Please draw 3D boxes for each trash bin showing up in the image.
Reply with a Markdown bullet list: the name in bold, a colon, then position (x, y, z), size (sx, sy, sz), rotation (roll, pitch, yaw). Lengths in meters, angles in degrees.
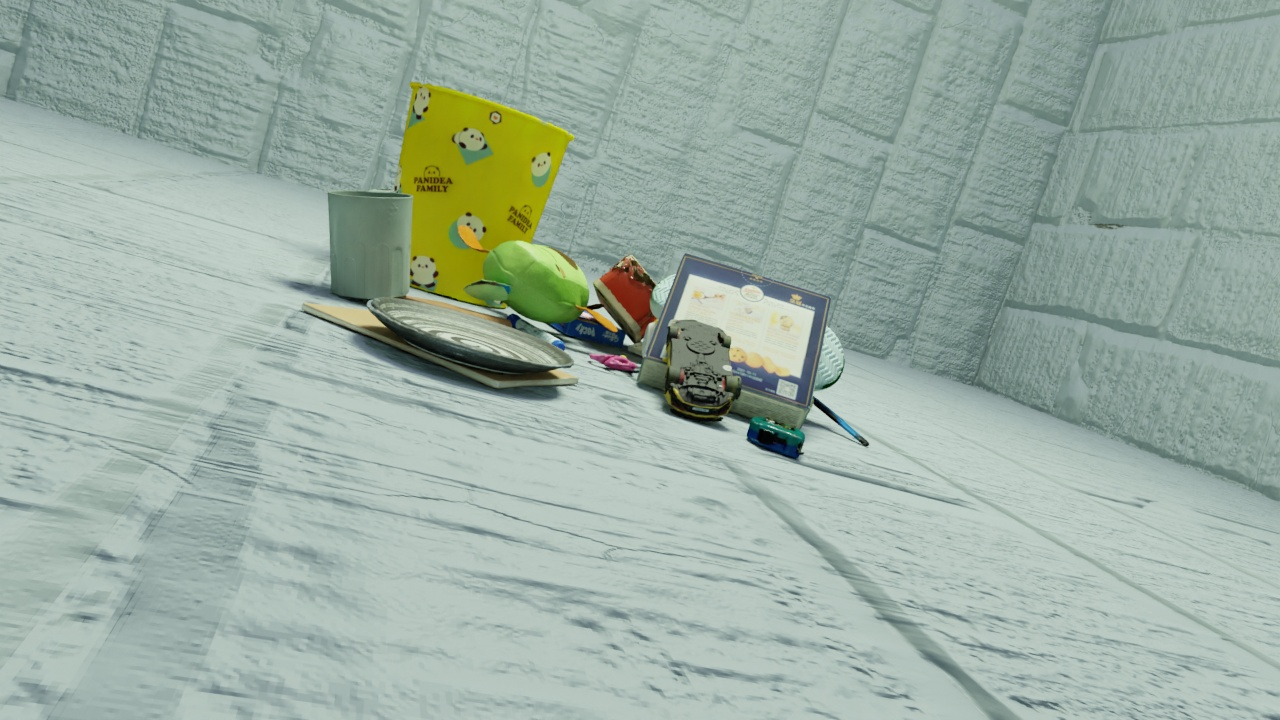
- **trash bin**: position (-0.235, -0.220, 1.261), size (0.229, 0.255, 0.229), rotation (17, 7, -2)

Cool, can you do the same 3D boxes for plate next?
- **plate**: position (-0.145, -0.016, 0.779), size (0.179, 0.024, 0.179), rotation (19, 7, -3)

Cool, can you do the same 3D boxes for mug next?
- **mug**: position (-0.279, -0.126, 0.965), size (0.083, 0.103, 0.124), rotation (3, 13, -4)

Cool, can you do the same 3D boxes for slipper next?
- **slipper**: position (0.123, -0.025, 1.098), size (0.245, 0.074, 0.103), rotation (25, 51, 7)

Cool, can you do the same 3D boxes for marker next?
- **marker**: position (-0.121, -0.031, 1.050), size (0.017, 0.017, 0.146), rotation (13, 8, -31)

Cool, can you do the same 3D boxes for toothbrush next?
- **toothbrush**: position (0.210, 0.051, 1.102), size (0.014, 0.016, 0.189), rotation (-4, 32, -33)

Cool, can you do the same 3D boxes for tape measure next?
- **tape measure**: position (0.126, 0.068, 0.843), size (0.054, 0.025, 0.058), rotation (20, 7, 9)

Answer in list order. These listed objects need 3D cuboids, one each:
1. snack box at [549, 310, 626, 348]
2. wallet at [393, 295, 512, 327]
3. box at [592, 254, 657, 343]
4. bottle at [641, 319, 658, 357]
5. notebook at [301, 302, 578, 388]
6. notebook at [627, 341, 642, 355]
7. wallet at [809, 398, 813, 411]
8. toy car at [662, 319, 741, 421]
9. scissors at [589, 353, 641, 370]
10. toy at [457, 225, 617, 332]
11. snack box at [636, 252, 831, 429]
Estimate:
- **snack box**: position (-0.089, -0.054, 1.268), size (0.084, 0.026, 0.157), rotation (15, 7, -28)
- **wallet**: position (-0.214, -0.053, 0.997), size (0.115, 0.020, 0.101), rotation (18, 5, 31)
- **box**: position (-0.006, -0.084, 1.212), size (0.091, 0.076, 0.168), rotation (50, -4, 4)
- **bottle**: position (0.058, -0.015, 1.140), size (0.108, 0.063, 0.063), rotation (11, 8, -8)
- **notebook**: position (-0.175, -0.014, 0.820), size (0.208, 0.008, 0.147), rotation (20, 8, 21)
- **notebook**: position (0.110, -0.001, 1.216), size (0.209, 0.012, 0.150), rotation (21, 26, 32)
- **wallet**: position (0.138, 0.042, 1.065), size (0.115, 0.024, 0.087), rotation (17, 16, 17)
- **toy car**: position (0.059, 0.006, 0.910), size (0.071, 0.041, 0.155), rotation (9, 31, -4)
- **scissors**: position (-0.006, 0.006, 1.058), size (0.057, 0.017, 0.133), rotation (15, 1, 34)
- **toy**: position (-0.123, -0.094, 1.100), size (0.227, 0.090, 0.246), rotation (29, 4, 2)
- **snack box**: position (0.108, -0.025, 1.013), size (0.178, 0.046, 0.182), rotation (18, 48, 4)
